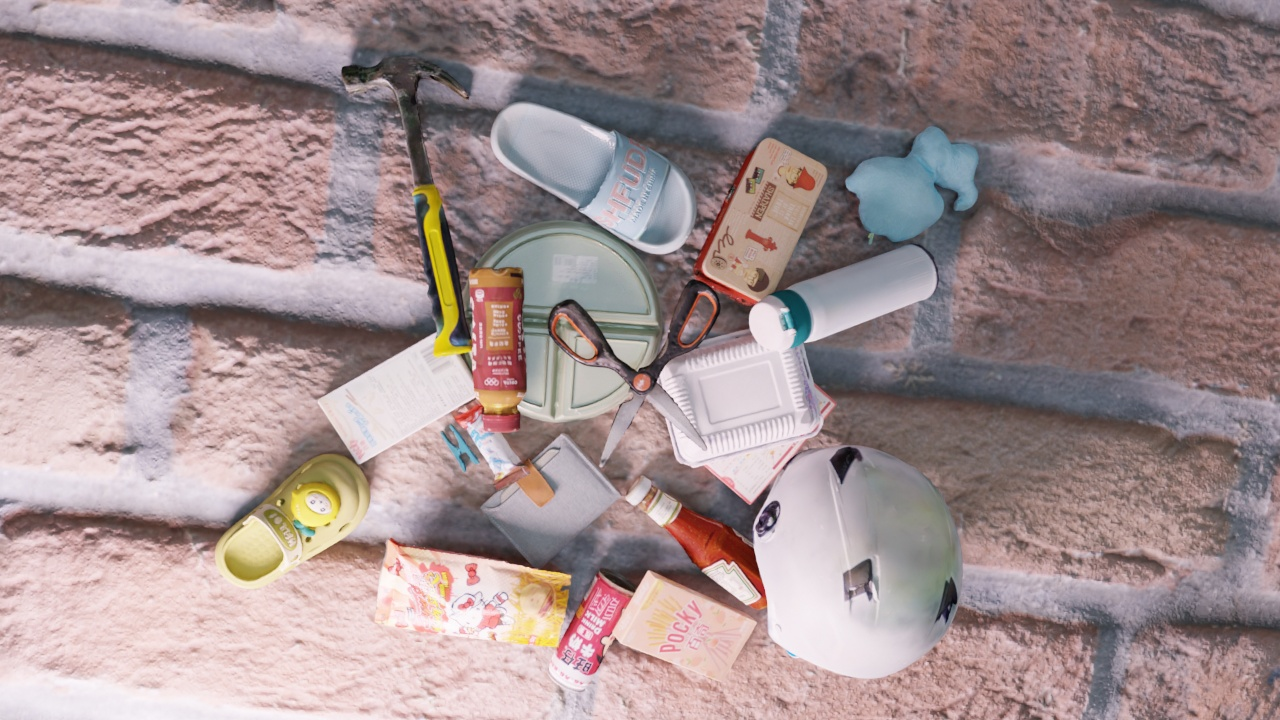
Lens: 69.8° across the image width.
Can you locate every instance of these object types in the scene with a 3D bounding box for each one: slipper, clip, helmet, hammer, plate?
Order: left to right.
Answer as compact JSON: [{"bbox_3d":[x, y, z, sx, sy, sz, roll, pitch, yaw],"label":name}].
[{"bbox_3d":[-0.379,0.183,0.991,0.190,0.081,0.091,-37,101,1],"label":"slipper"},{"bbox_3d":[-0.225,-0.166,0.986,0.126,0.032,0.323,-11,91,-6],"label":"hammer"},{"bbox_3d":[-0.204,0.098,1.034,0.046,0.014,0.057,-33,99,0],"label":"clip"},{"bbox_3d":[-0.088,-0.042,1.028,0.230,0.027,0.230,-1,96,-7],"label":"plate"},{"bbox_3d":[-0.047,-0.205,0.993,0.245,0.074,0.104,27,91,-7],"label":"slipper"},{"bbox_3d":[0.248,0.200,0.978,0.229,0.146,0.258,17,64,-17],"label":"helmet"}]

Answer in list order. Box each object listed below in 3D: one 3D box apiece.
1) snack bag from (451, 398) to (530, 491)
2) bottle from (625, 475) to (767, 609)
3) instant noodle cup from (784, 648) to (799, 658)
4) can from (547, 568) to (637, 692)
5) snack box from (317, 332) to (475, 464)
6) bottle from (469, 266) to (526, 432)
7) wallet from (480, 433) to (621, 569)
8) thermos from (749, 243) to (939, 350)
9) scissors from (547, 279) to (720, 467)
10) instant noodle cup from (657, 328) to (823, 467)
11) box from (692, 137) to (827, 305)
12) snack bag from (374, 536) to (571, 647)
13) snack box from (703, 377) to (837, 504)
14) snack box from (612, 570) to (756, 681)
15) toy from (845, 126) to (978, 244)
[{"bbox_3d":[-0.167,0.092,1.025,0.048,0.026,0.104,-31,82,8],"label":"snack bag"},{"bbox_3d":[0.073,0.205,1.055,0.206,0.060,0.060,38,90,-5],"label":"bottle"},{"bbox_3d":[0.228,0.295,1.065,0.110,0.099,0.099,6,95,-14],"label":"instant noodle cup"},{"bbox_3d":[-0.055,0.309,1.051,0.053,0.053,0.133,28,92,-8],"label":"can"},{"bbox_3d":[-0.265,0.039,1.015,0.157,0.027,0.085,-30,98,-3],"label":"snack box"},{"bbox_3d":[-0.151,-0.012,0.980,0.057,0.057,0.175,-2,95,-6],"label":"bottle"},{"bbox_3d":[-0.102,0.158,1.040,0.129,0.037,0.106,-42,99,-1],"label":"wallet"},{"bbox_3d":[0.220,-0.068,1.003,0.223,0.073,0.073,-20,98,-25],"label":"thermos"},{"bbox_3d":[-0.005,0.005,0.990,0.221,0.022,0.230,28,87,6],"label":"scissors"},{"bbox_3d":[0.109,0.036,1.020,0.173,0.060,0.138,-14,86,1],"label":"instant noodle cup"},{"bbox_3d":[0.131,-0.150,1.024,0.091,0.078,0.168,26,86,-7],"label":"box"},{"bbox_3d":[-0.186,0.264,1.022,0.208,0.073,0.129,10,121,-8],"label":"snack bag"},{"bbox_3d":[0.148,0.083,1.065,0.077,0.027,0.156,41,90,-8],"label":"snack box"},{"bbox_3d":[0.053,0.307,1.053,0.157,0.026,0.084,30,91,-28],"label":"snack box"},{"bbox_3d":[0.310,-0.196,1.046,0.161,0.050,0.156,24,85,-16],"label":"toy"}]
